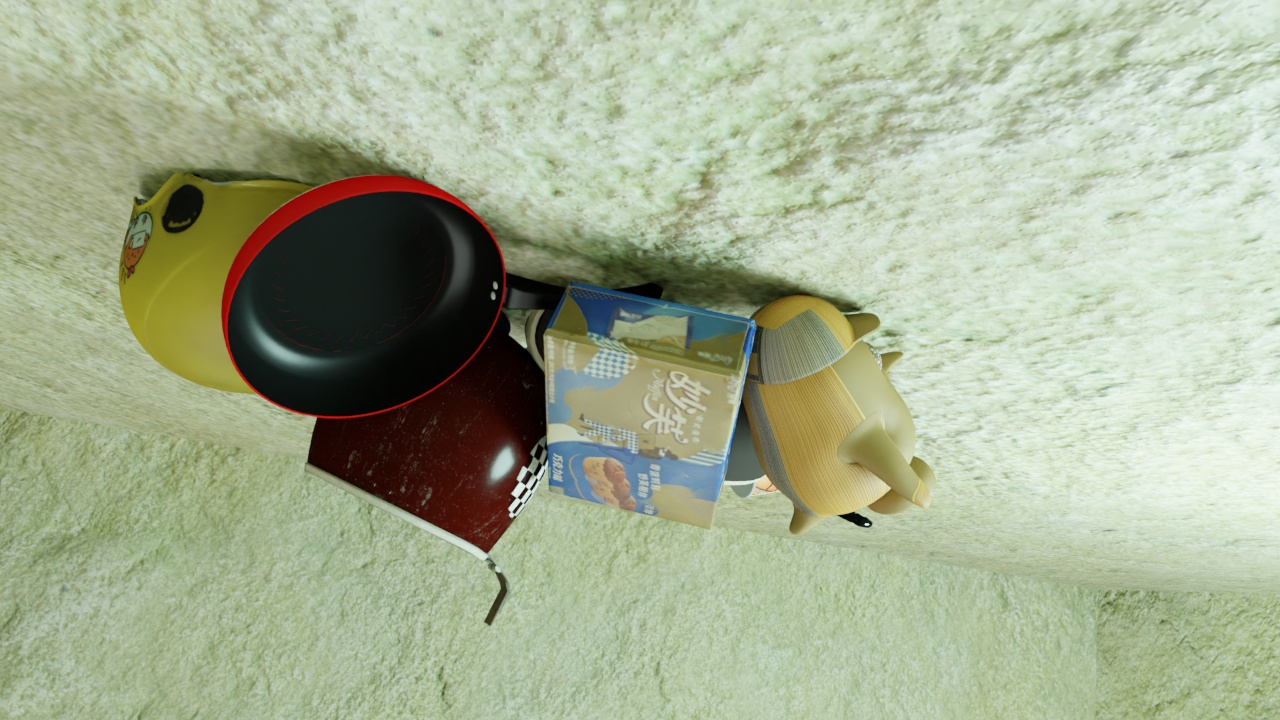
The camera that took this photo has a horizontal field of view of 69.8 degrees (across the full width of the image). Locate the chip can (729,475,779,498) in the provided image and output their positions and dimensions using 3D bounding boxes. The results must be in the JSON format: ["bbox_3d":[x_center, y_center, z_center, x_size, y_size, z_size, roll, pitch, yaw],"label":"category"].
[{"bbox_3d":[0.213,0.113,1.108,0.214,0.075,0.075,-6,171,-22],"label":"chip can"}]

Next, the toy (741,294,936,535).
[{"bbox_3d":[0.161,0.032,0.798,0.203,0.162,0.199,62,164,-23],"label":"toy"}]

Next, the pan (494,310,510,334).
[{"bbox_3d":[-0.307,-0.072,0.936,0.356,0.021,0.199,13,165,-18],"label":"pan"}]

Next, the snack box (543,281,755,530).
[{"bbox_3d":[0.003,0.044,0.773,0.155,0.069,0.203,12,137,7],"label":"snack box"}]

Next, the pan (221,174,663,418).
[{"bbox_3d":[-0.143,-0.054,0.730,0.355,0.067,0.209,-9,134,-33],"label":"pan"}]

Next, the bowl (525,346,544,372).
[{"bbox_3d":[-0.073,0.015,1.008,0.113,0.063,0.113,50,-177,-5],"label":"bowl"}]

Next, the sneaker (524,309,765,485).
[{"bbox_3d":[0.007,0.029,0.916,0.293,0.111,0.116,29,177,-19],"label":"sneaker"}]

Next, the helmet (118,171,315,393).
[{"bbox_3d":[-0.323,-0.047,0.771,0.241,0.139,0.209,-6,153,32],"label":"helmet"}]

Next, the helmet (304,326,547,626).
[{"bbox_3d":[-0.191,0.085,0.876,0.233,0.253,0.234,26,165,2],"label":"helmet"}]

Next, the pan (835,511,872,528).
[{"bbox_3d":[0.184,0.142,1.216,0.204,0.044,0.356,13,-176,-30],"label":"pan"}]
